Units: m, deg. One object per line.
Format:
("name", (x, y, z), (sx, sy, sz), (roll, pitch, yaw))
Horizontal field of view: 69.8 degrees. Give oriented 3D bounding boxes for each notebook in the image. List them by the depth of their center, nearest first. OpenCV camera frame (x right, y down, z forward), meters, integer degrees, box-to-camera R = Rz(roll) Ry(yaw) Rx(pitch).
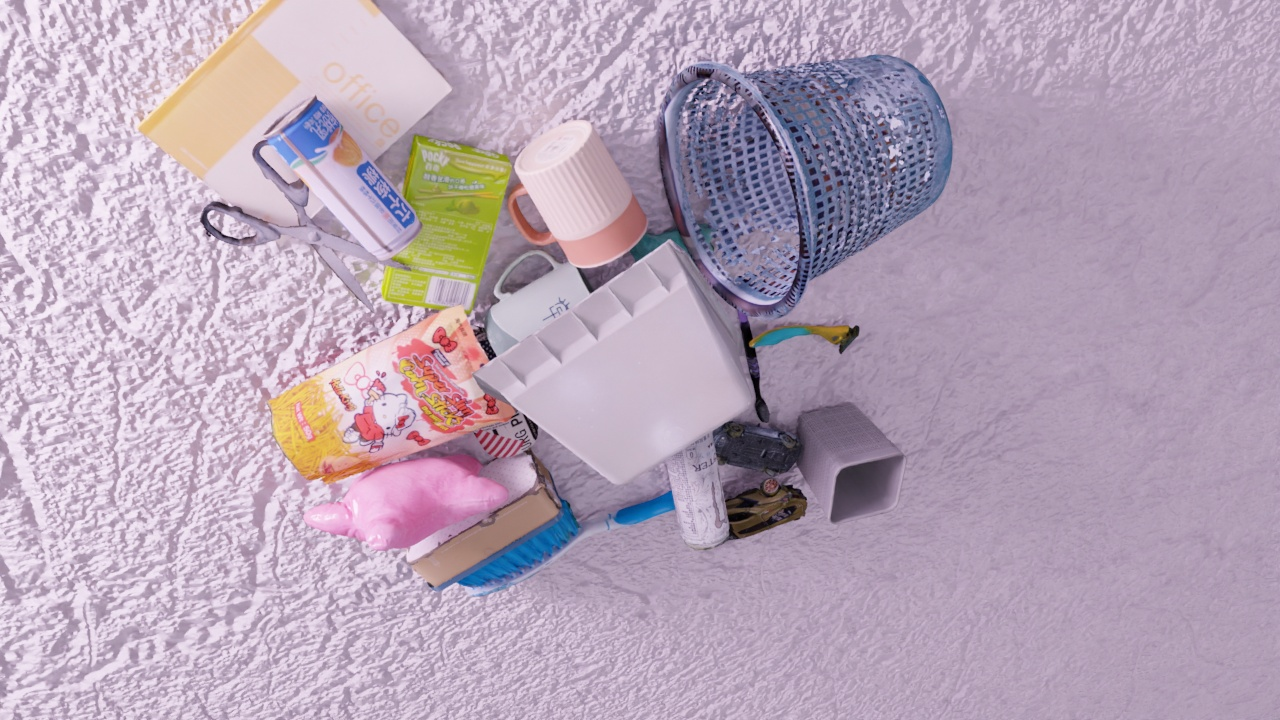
("notebook", (-0.277, -0.206, 0.747), (0.206, 0.010, 0.146), (-39, 127, 8))

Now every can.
("can", (-0.240, -0.147, 0.751), (0.053, 0.053, 0.134), (-35, 121, 5))
("can", (0.064, 0.141, 1.052), (0.058, 0.058, 0.147), (-15, 110, -10))

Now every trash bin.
("trash bin", (0.155, -0.173, 0.817), (0.194, 0.226, 0.227), (-23, 128, -21))

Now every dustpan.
("dustpan", (-0.005, 0.005, 0.920), (0.223, 0.142, 0.258), (-33, 121, 10))

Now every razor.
("razor", (0.179, -0.025, 1.022), (0.132, 0.028, 0.043), (-3, 154, -21))

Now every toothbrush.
("toothbrush", (0.126, 0.000, 1.029), (0.014, 0.016, 0.189), (-20, 125, -6))

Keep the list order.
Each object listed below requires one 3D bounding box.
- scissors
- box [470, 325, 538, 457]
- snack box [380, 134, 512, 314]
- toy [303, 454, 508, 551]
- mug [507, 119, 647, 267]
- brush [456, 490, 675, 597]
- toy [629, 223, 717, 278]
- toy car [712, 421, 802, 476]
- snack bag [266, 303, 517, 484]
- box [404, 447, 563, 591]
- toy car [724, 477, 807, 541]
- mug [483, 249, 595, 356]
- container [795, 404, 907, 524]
("scissors", (-0.286, -0.110, 0.786), (0.159, 0.014, 0.178), (-9, 121, -9))
("box", (-0.155, 0.032, 0.937), (0.070, 0.055, 0.164), (-29, 128, -14))
("snack box", (-0.178, -0.119, 0.831), (0.085, 0.026, 0.157), (7, 120, -24))
("toy", (-0.231, 0.136, 0.920), (0.194, 0.179, 0.075), (-19, 109, -45))
("mug", (-0.067, -0.146, 0.829), (0.115, 0.081, 0.106), (-12, 130, 25))
("brush", (-0.073, 0.190, 1.066), (0.314, 0.060, 0.109), (-27, 133, -4))
("toy", (0.036, -0.106, 0.916), (0.092, 0.030, 0.097), (-16, 130, -6))
("toy car", (0.133, 0.102, 1.087), (0.120, 0.036, 0.054), (11, 122, -21))
("snack bag", (-0.237, 0.040, 0.877), (0.208, 0.073, 0.129), (-23, 116, 3))
("box", (-0.177, 0.171, 0.990), (0.184, 0.089, 0.060), (-31, 128, 5))
("toy car", (0.127, 0.190, 1.123), (0.158, 0.042, 0.070), (-21, 140, 17))
("mug", (-0.096, -0.047, 0.881), (0.106, 0.082, 0.112), (-29, 99, 4))
("container", (0.242, 0.117, 1.087), (0.090, 0.114, 0.090), (-10, 125, -14))
